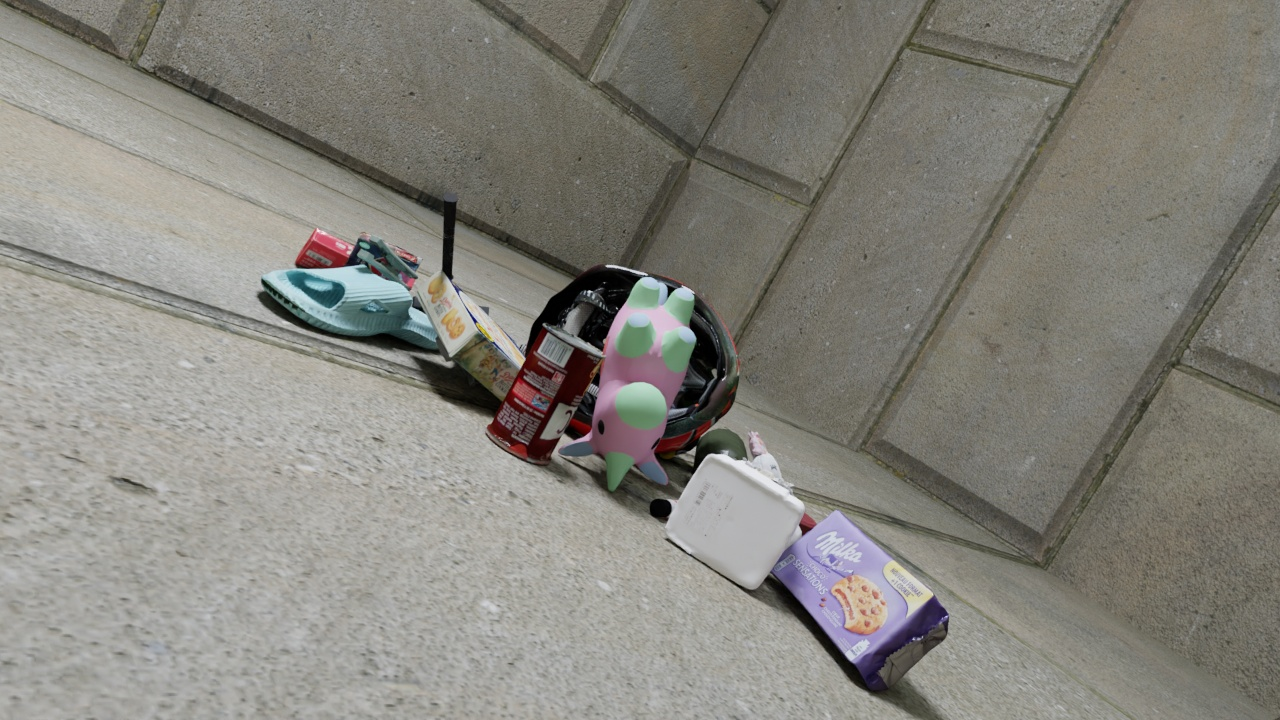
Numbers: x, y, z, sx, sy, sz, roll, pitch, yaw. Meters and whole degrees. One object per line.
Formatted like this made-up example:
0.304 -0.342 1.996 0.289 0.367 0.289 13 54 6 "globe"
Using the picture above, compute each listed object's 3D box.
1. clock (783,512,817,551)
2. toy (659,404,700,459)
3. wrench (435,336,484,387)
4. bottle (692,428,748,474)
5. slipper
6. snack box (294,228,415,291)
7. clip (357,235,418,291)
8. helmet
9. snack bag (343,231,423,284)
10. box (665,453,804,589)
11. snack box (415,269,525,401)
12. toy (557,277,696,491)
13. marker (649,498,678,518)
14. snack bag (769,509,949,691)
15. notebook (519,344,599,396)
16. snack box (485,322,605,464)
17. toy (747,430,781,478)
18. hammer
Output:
0.155 0.190 1.073 0.096 0.048 0.137 32 5 28 "clock"
0.040 0.083 1.232 0.098 0.099 0.119 -5 -35 32 "toy"
-0.215 -0.022 1.125 0.083 0.018 0.273 54 1 -17 "wrench"
0.104 0.136 1.181 0.071 0.071 0.206 29 6 2 "bottle"
-0.302 -0.068 1.020 0.116 0.069 0.276 28 4 25 "slipper"
-0.359 -0.114 1.156 0.133 0.021 0.089 26 -26 -25 "snack box"
-0.281 -0.106 1.029 0.023 0.047 0.076 25 -14 40 "clip"
-0.007 0.007 1.113 0.272 0.217 0.167 25 -19 22 "helmet"
-0.318 -0.105 1.104 0.074 0.018 0.156 25 -28 -19 "snack bag"
0.102 0.151 0.908 0.110 0.103 0.130 30 4 14 "box"
-0.170 -0.013 1.008 0.145 0.042 0.144 49 1 -42 "snack box"
-0.001 0.018 0.975 0.120 0.171 0.221 17 35 -7 "toy"
0.053 0.161 0.982 0.019 0.019 0.145 33 7 31 "marker"
0.198 0.217 0.853 0.058 0.096 0.205 51 -2 -22 "snack bag"
-0.086 0.030 1.461 0.207 0.016 0.149 30 5 7 "notebook"
-0.092 0.032 0.892 0.072 0.121 0.072 29 5 -3 "snack box"
0.163 0.151 1.186 0.037 0.125 0.076 -14 -19 21 "toy"
-0.207 -0.107 1.016 0.095 0.015 0.326 6 -17 -11 "hammer"
